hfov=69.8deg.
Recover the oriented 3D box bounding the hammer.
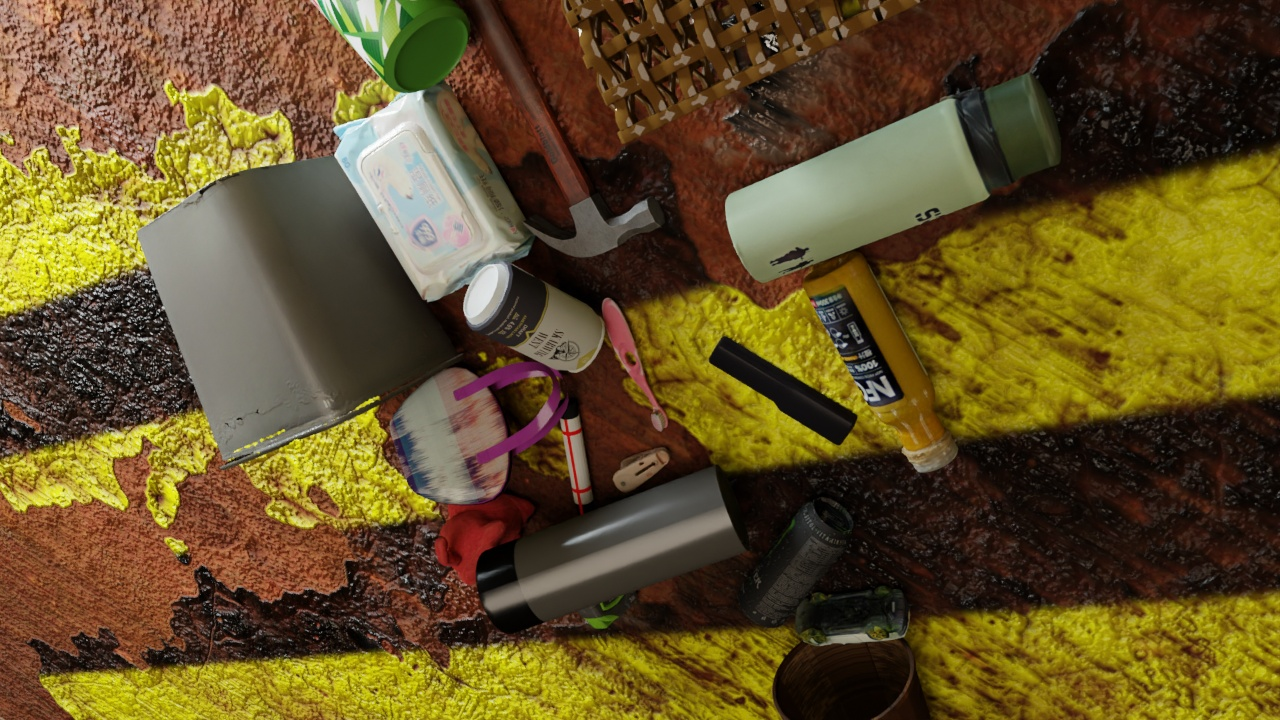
[{"bbox_3d":[-0.096,-0.225,0.761,0.111,0.028,0.301,-22,104,27],"label":"hammer"}]

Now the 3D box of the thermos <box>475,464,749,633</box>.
[{"bbox_3d":[-0.026,0.176,0.847,0.241,0.082,0.082,-22,104,11],"label":"thermos"}]

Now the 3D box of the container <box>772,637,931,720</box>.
[{"bbox_3d":[0.215,0.352,0.853,0.132,0.131,0.167,-16,112,27],"label":"container"}]

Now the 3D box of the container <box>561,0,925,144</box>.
[{"bbox_3d":[0.081,-0.296,0.547,0.252,0.219,0.214,-19,105,27],"label":"container"}]

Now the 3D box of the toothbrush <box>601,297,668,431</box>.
[{"bbox_3d":[-0.005,0.005,0.837,0.022,0.016,0.135,-17,106,27],"label":"toothbrush"}]

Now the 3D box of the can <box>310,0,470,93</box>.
[{"bbox_3d":[-0.210,-0.290,0.729,0.144,0.082,0.083,48,122,12],"label":"can"}]

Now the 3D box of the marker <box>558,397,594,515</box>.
[{"bbox_3d":[-0.061,0.107,0.904,0.019,0.019,0.146,1,114,21],"label":"marker"}]

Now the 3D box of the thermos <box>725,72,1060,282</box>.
[{"bbox_3d":[0.180,-0.134,0.670,0.232,0.082,0.082,-20,105,28],"label":"thermos"}]

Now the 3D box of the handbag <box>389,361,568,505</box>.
[{"bbox_3d":[-0.146,0.057,0.876,0.170,0.068,0.144,-28,72,15],"label":"handbag"}]

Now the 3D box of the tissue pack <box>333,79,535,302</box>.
[{"bbox_3d":[-0.183,-0.151,0.804,0.112,0.069,0.182,-25,102,27],"label":"tissue pack"}]

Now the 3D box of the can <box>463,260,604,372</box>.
[{"bbox_3d":[-0.087,-0.034,0.800,0.127,0.064,0.064,27,128,-36],"label":"can"}]

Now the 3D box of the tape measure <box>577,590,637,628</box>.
[{"bbox_3d":[-0.040,0.236,0.931,0.036,0.065,0.058,-14,99,41],"label":"tape measure"}]

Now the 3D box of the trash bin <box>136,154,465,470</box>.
[{"bbox_3d":[-0.317,-0.050,0.841,0.198,0.196,0.220,-20,99,29],"label":"trash bin"}]

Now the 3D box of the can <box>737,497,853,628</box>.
[{"bbox_3d":[0.141,0.187,0.842,0.054,0.053,0.138,32,120,5],"label":"can"}]

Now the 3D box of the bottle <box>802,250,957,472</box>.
[{"bbox_3d":[0.196,0.004,0.737,0.053,0.053,0.186,-25,102,29],"label":"bottle"}]

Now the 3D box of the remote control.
[{"bbox_3d":[0.122,0.027,0.798,0.136,0.015,0.032,31,121,5],"label":"remote control"}]

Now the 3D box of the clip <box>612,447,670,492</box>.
[{"bbox_3d":[-0.001,0.103,0.868,0.060,0.039,0.024,-30,101,35],"label":"clip"}]

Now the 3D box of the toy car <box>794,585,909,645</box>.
[{"bbox_3d":[0.197,0.239,0.849,0.106,0.047,0.033,-12,128,25],"label":"toy car"}]

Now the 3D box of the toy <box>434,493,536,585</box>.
[{"bbox_3d":[-0.180,0.170,0.922,0.094,0.132,0.088,36,111,13],"label":"toy"}]
